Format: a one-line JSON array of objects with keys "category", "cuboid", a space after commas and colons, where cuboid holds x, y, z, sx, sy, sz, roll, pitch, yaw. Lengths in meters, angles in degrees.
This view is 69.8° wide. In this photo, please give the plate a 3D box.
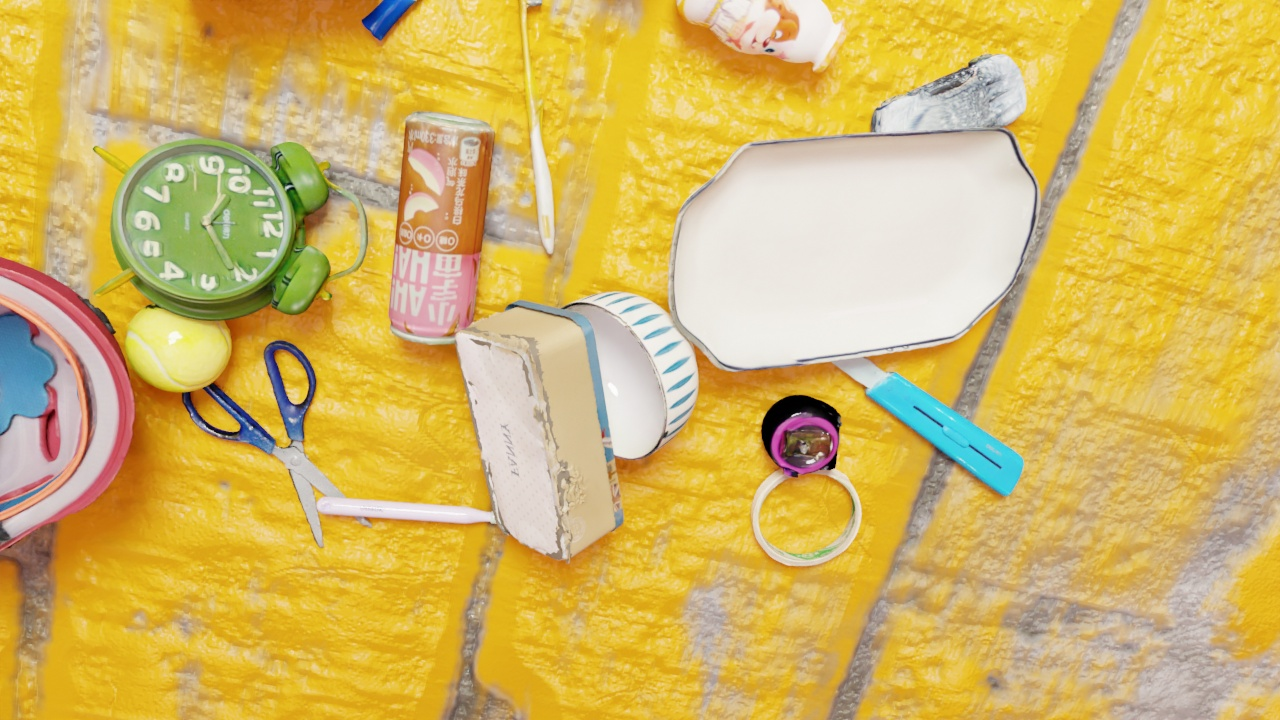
[{"category": "plate", "cuboid": [0.140, -0.078, 0.613, 0.265, 0.034, 0.162, -8, 122, -14]}]

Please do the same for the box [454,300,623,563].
[{"category": "box", "cuboid": [-0.070, 0.044, 0.632, 0.061, 0.090, 0.184, -27, 122, -40]}]

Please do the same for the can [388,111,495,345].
[{"category": "can", "cuboid": [-0.134, -0.088, 0.614, 0.058, 0.058, 0.147, 8, 108, -6]}]

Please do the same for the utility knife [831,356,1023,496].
[{"category": "utility knife", "cuboid": [0.217, 0.042, 0.696, 0.187, 0.018, 0.034, 33, 104, -11]}]

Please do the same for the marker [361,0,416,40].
[{"category": "marker", "cuboid": [-0.121, -0.261, 0.580, 0.146, 0.017, 0.017, -42, 105, 10]}]

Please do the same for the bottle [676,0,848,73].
[{"category": "bottle", "cuboid": [0.077, -0.223, 0.577, 0.108, 0.063, 0.063, 27, 105, -11]}]

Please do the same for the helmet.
[{"category": "helmet", "cuboid": [-0.445, 0.017, 0.592, 0.239, 0.144, 0.207, -9, 110, -14]}]

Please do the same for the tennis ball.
[{"category": "tennis ball", "cuboid": [-0.315, -0.011, 0.626, 0.065, 0.065, 0.065, -1, 108, -3]}]

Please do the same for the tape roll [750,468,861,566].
[{"category": "tape roll", "cuboid": [0.129, 0.120, 0.718, 0.086, 0.014, 0.086, -1, 108, -2]}]

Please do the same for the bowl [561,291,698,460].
[{"category": "bowl", "cuboid": [-0.004, 0.004, 0.635, 0.066, 0.117, 0.116, -28, 113, -38]}]

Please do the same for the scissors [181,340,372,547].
[{"category": "scissors", "cuboid": [-0.268, 0.063, 0.681, 0.160, 0.012, 0.164, 12, 108, -9]}]

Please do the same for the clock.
[{"category": "clock", "cuboid": [-0.259, -0.085, 0.591, 0.161, 0.056, 0.116, -1, 88, -20]}]

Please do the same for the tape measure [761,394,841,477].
[{"category": "tape measure", "cuboid": [0.120, 0.056, 0.683, 0.058, 0.039, 0.057, 3, 108, -4]}]

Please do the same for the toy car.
[{"category": "toy car", "cuboid": [0.208, -0.167, 0.620, 0.105, 0.031, 0.049, -24, 107, 6]}]

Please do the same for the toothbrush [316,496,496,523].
[{"category": "toothbrush", "cuboid": [-0.149, 0.117, 0.697, 0.189, 0.021, 0.029, 5, 84, -7]}]

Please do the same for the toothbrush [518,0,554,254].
[{"category": "toothbrush", "cuboid": [-0.067, -0.166, 0.615, 0.018, 0.016, 0.191, -7, 108, -10]}]
